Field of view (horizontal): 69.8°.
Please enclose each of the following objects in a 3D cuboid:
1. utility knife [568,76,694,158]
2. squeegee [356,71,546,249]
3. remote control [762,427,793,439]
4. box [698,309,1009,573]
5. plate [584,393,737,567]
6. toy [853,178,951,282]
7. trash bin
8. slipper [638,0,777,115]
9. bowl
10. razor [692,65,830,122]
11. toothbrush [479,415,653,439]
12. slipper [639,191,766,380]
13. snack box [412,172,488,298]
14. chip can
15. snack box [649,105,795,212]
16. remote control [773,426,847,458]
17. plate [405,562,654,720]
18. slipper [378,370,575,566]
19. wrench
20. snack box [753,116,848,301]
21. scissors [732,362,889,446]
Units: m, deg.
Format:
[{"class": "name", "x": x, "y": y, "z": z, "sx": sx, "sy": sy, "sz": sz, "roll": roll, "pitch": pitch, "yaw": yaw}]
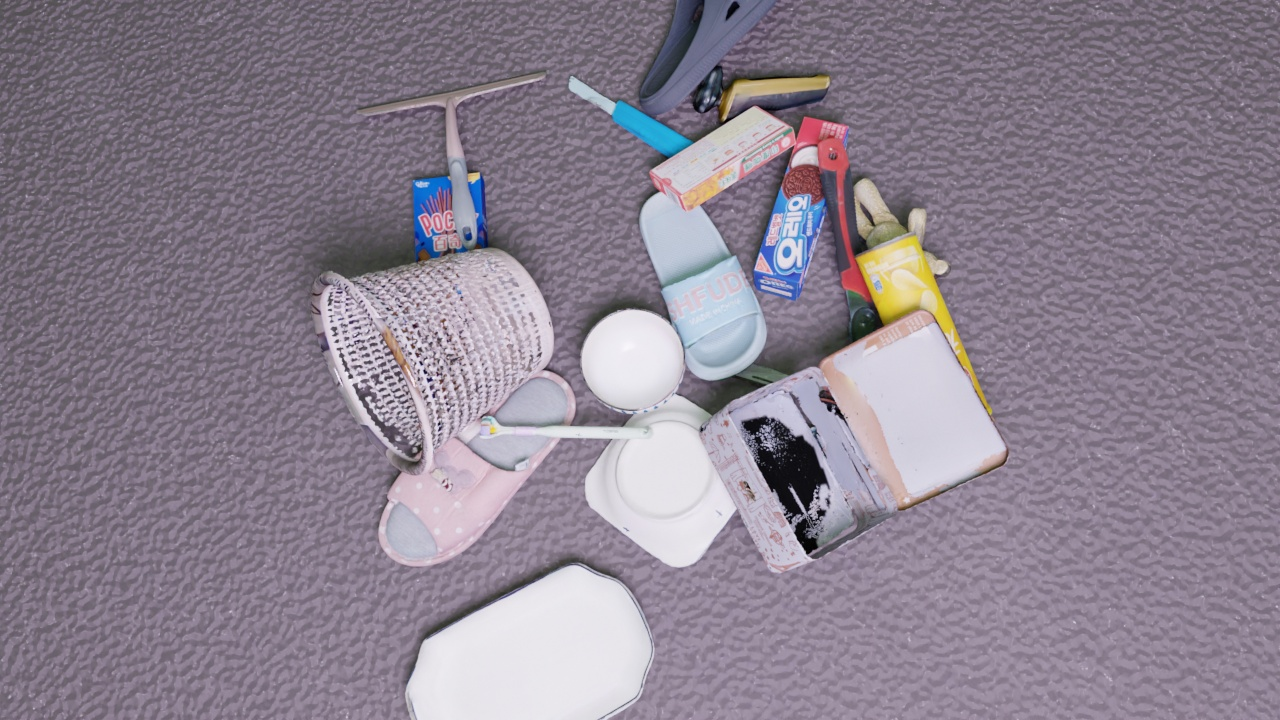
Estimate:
[{"class": "utility knife", "x": -0.003, "y": -0.293, "z": 1.131, "sx": 0.216, "sy": 0.018, "sz": 0.034, "roll": 34, "pitch": 82, "yaw": 11}, {"class": "squeegee", "x": -0.220, "y": -0.244, "z": 1.102, "sx": 0.247, "sy": 0.040, "sz": 0.249, "roll": -12, "pitch": 65, "yaw": 0}, {"class": "remote control", "x": 0.122, "y": 0.115, "z": 1.015, "sx": 0.136, "sy": 0.024, "sz": 0.053, "roll": -26, "pitch": 76, "yaw": -2}, {"class": "box", "x": 0.213, "y": 0.083, "z": 0.934, "sx": 0.273, "sy": 0.125, "sz": 0.179, "roll": -26, "pitch": 80, "yaw": -4}, {"class": "plate", "x": 0.031, "y": 0.123, "z": 1.001, "sx": 0.164, "sy": 0.034, "sz": 0.164, "roll": 33, "pitch": 80, "yaw": 24}, {"class": "toy", "x": 0.285, "y": -0.141, "z": 1.054, "sx": 0.105, "sy": 0.066, "sz": 0.157, "roll": -43, "pitch": 69, "yaw": 27}, {"class": "trash bin", "x": -0.209, "y": -0.021, "z": 0.977, "sx": 0.191, "sy": 0.228, "sz": 0.227, "roll": -29, "pitch": 73, "yaw": -32}, {"class": "slipper", "x": 0.080, "y": -0.415, "z": 1.101, "sx": 0.083, "sy": 0.111, "sz": 0.268, "roll": 42, "pitch": 86, "yaw": -29}, {"class": "bowl", "x": -0.006, "y": 0.006, "z": 1.031, "sx": 0.116, "sy": 0.066, "sz": 0.116, "roll": -1, "pitch": 76, "yaw": 5}, {"class": "razor", "x": 0.147, "y": -0.328, "z": 1.113, "sx": 0.167, "sy": 0.062, "sz": 0.068, "roll": -6, "pitch": 105, "yaw": -2}, {"class": "toothbrush", "x": -0.080, "y": 0.077, "z": 0.999, "sx": 0.189, "sy": 0.020, "sz": 0.029, "roll": 2, "pitch": 56, "yaw": 2}, {"class": "slipper", "x": 0.068, "y": -0.096, "z": 1.047, "sx": 0.104, "sy": 0.074, "sz": 0.245, "roll": -22, "pitch": 72, "yaw": -2}, {"class": "snack box", "x": -0.228, "y": -0.148, "z": 1.109, "sx": 0.084, "sy": 0.026, "sz": 0.157, "roll": -7, "pitch": 75, "yaw": 3}, {"class": "chip can", "x": 0.304, "y": -0.029, "z": 0.986, "sx": 0.072, "sy": 0.072, "sz": 0.213, "roll": -22, "pitch": 90, "yaw": -2}, {"class": "snack box", "x": 0.095, "y": -0.236, "z": 1.066, "sx": 0.155, "sy": 0.027, "sz": 0.077, "roll": -33, "pitch": 44, "yaw": -8}, {"class": "remote control", "x": 0.162, "y": 0.110, "z": 0.990, "sx": 0.135, "sy": 0.019, "sz": 0.056, "roll": -16, "pitch": 76, "yaw": -23}, {"class": "plate", "x": -0.116, "y": 0.327, "z": 0.974, "sx": 0.265, "sy": 0.034, "sz": 0.162, "roll": -28, "pitch": 76, "yaw": -3}, {"class": "slipper", "x": -0.182, "y": 0.117, "z": 1.023, "sx": 0.274, "sy": 0.054, "sz": 0.114, "roll": -44, "pitch": 77, "yaw": -8}, {"class": "wrench", "x": 0.241, "y": -0.115, "z": 1.029, "sx": 0.056, "sy": 0.016, "sz": 0.273, "roll": -15, "pitch": 93, "yaw": -1}, {"class": "snack box", "x": 0.188, "y": -0.177, "z": 1.068, "sx": 0.058, "sy": 0.057, "sz": 0.207, "roll": 16, "pitch": 78, "yaw": 13}, {"class": "scissors", "x": 0.192, "y": 0.046, "z": 1.018, "sx": 0.205, "sy": 0.015, "sz": 0.196, "roll": -13, "pitch": 53, "yaw": -10}]
